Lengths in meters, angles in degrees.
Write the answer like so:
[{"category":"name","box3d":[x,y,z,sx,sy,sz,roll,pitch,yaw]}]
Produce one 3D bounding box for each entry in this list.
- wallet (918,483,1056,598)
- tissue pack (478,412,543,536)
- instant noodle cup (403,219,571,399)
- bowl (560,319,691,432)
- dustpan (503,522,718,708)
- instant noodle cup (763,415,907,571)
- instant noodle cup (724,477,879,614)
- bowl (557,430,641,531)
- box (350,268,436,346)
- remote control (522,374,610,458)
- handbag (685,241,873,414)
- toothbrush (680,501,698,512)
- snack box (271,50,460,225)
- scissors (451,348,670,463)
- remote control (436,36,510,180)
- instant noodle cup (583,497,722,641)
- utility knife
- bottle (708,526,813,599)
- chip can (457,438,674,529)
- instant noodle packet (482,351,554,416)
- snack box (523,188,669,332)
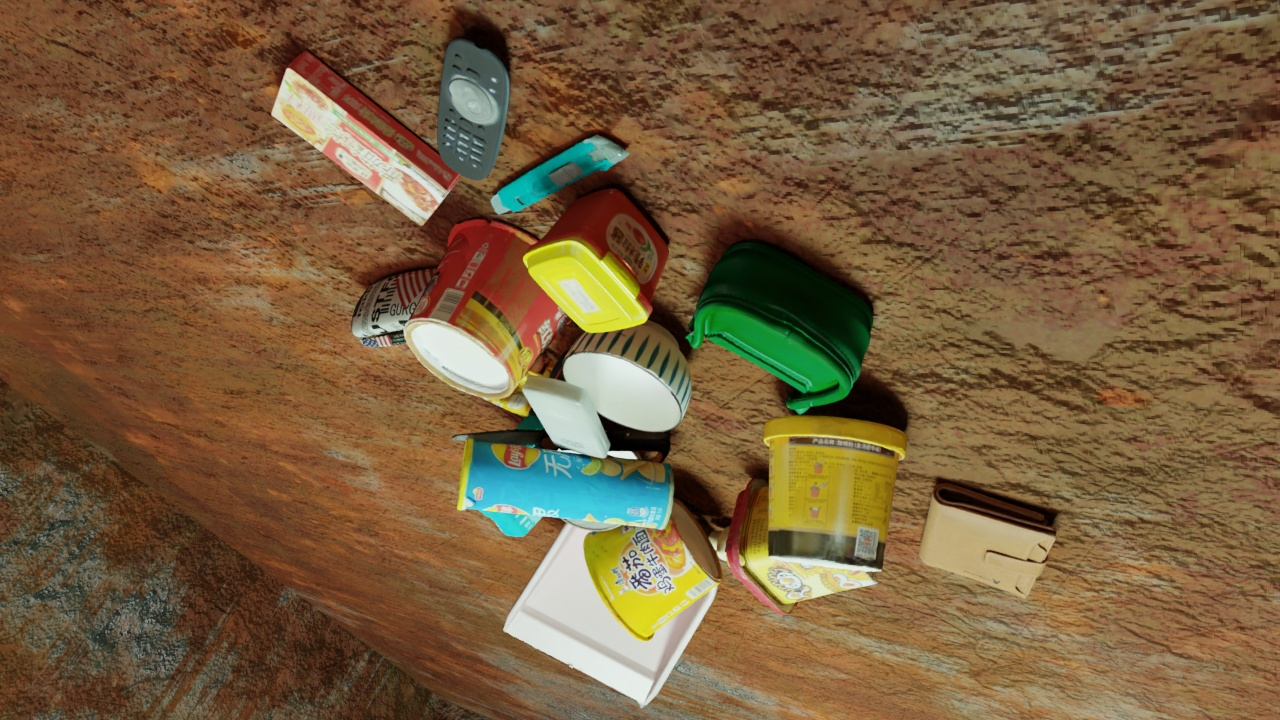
[{"category":"wallet","box3d":[0.315,0.167,0.840,0.108,0.031,0.132,17,150,21]},{"category":"tissue pack","box3d":[-0.130,0.130,1.044,0.050,0.133,0.093,20,149,47]},{"category":"instant noodle cup","box3d":[-0.138,-0.040,0.815,0.138,0.108,0.138,21,149,13]},{"category":"bowl","box3d":[-0.005,0.005,0.817,0.116,0.066,0.117,20,150,12]},{"category":"dustpan","box3d":[-0.031,0.293,1.144,0.222,0.273,0.139,25,180,-1]},{"category":"instant noodle cup","box3d":[0.158,0.113,0.766,0.118,0.114,0.118,7,166,2]},{"category":"instant noodle cup","box3d":[0.166,0.178,0.909,0.124,0.115,0.116,-18,128,36]},{"category":"bowl","box3d":[-0.049,0.126,1.024,0.113,0.113,0.062,31,-167,-5]},{"category":"box","box3d":[-0.232,-0.040,0.938,0.164,0.075,0.082,-7,146,41]},{"category":"remote control","box3d":[-0.066,0.054,0.855,0.058,0.021,0.150,14,158,13]},{"category":"handbag","box3d":[0.101,-0.018,0.694,0.131,0.067,0.120,28,151,0]},{"category":"toothbrush","box3d":[-0.019,0.149,1.105,0.190,0.016,0.014,16,144,15]},{"category":"snack box","box3d":[-0.227,-0.179,0.758,0.153,0.025,0.075,38,148,-16]},{"category":"scissors","box3d":[-0.074,0.072,0.944,0.220,0.021,0.234,16,127,-17]},{"category":"remote control","box3d":[-0.121,-0.183,0.667,0.053,0.024,0.137,30,149,0]},{"category":"instant noodle cup","box3d":[0.018,0.226,1.028,0.110,0.138,0.138,-34,122,11]},{"category":"utility knife","box3d":[-0.069,-0.138,0.704,0.029,0.013,0.167,45,146,-24]},{"category":"bottle","box3d":[0.140,0.221,1.039,0.150,0.066,0.067,11,146,39]},{"category":"chip can","box3d":[-0.076,0.126,0.927,0.210,0.071,0.071,8,152,-11]},{"category":"instant noodle packet","box3d":[-0.150,0.010,0.967,0.111,0.044,0.129,31,152,-7]},{"category":"snack box","box3d":[-0.030,-0.077,0.699,0.082,0.080,0.091,-10,133,46]}]
